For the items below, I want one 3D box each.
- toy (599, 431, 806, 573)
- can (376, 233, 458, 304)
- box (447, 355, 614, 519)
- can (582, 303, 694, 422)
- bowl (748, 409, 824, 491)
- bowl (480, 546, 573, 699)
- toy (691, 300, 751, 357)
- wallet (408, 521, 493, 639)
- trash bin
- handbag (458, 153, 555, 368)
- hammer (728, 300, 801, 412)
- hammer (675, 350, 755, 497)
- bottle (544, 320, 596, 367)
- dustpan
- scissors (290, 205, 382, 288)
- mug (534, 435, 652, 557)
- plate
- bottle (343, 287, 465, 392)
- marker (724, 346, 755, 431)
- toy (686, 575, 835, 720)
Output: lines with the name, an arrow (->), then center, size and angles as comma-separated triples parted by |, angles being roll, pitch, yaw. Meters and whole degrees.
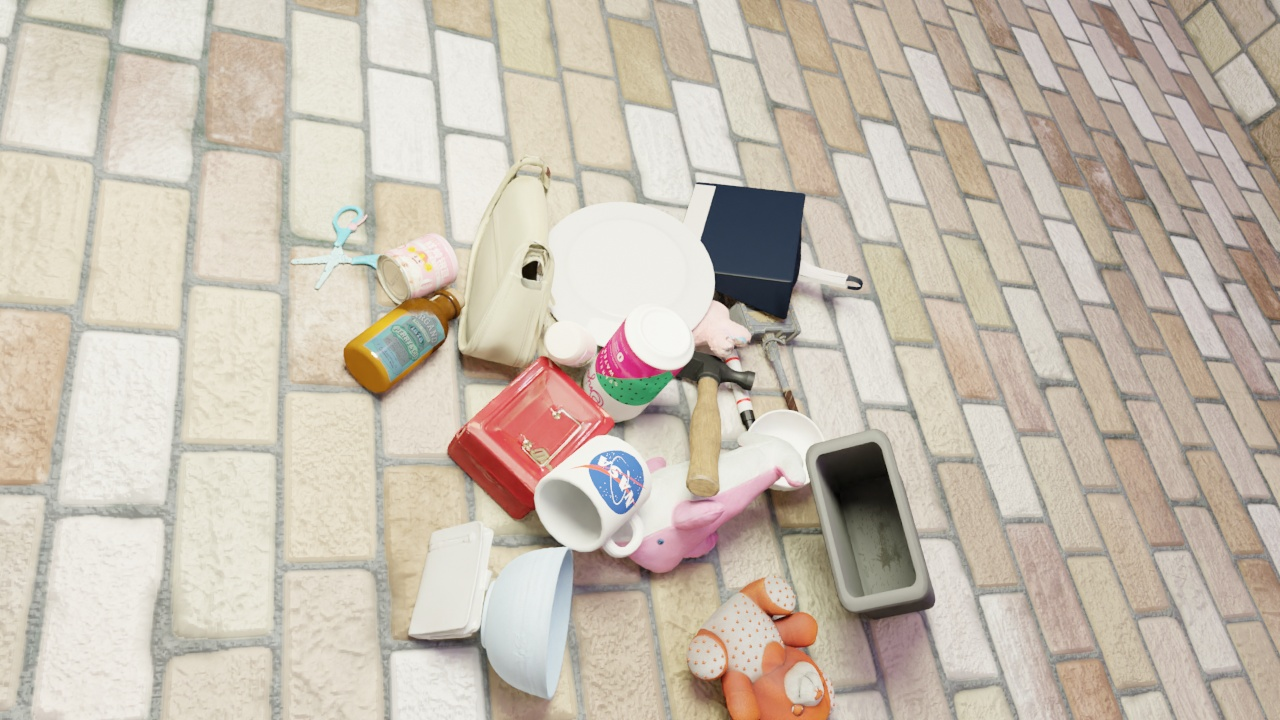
toy -> 0.071, 0.176, 1.080 | 0.265, 0.187, 0.128 | -24, 112, -14
can -> -0.268, -0.111, 1.109 | 0.076, 0.067, 0.067 | -32, 79, -37
box -> -0.121, 0.086, 1.052 | 0.129, 0.087, 0.157 | 43, 50, 3
can -> -0.007, 0.006, 1.109 | 0.088, 0.166, 0.088 | 13, 56, -20
bowl -> 0.186, 0.121, 1.199 | 0.105, 0.054, 0.104 | 0, 70, 0
bowl -> -0.116, 0.259, 0.923 | 0.075, 0.151, 0.150 | 6, 55, 3
toy -> 0.096, -0.043, 1.251 | 0.105, 0.053, 0.108 | 32, 38, 31
wallet -> -0.191, 0.226, 0.942 | 0.032, 0.086, 0.116 | 43, 45, -46
trash bin -> 0.280, 0.205, 1.096 | 0.220, 0.098, 0.191 | 42, 35, -63
handbag -> -0.133, -0.113, 1.120 | 0.131, 0.185, 0.228 | 13, 40, -23
hammer -> 0.211, 0.066, 1.271 | 0.098, 0.044, 0.321 | -3, 65, -29
hammer -> 0.074, 0.069, 1.106 | 0.132, 0.040, 0.304 | 15, 25, -1
bottle -> -0.080, -0.017, 1.120 | 0.051, 0.146, 0.051 | 0, 86, 7
dustpan -> 0.197, -0.158, 1.362 | 0.273, 0.080, 0.235 | 8, 42, 9
scissors -> -0.348, -0.128, 1.117 | 0.126, 0.015, 0.135 | 25, 58, -11
mug -> -0.041, 0.152, 0.972 | 0.121, 0.091, 0.089 | 56, 42, -3
plate -> -0.018, -0.121, 1.234 | 0.242, 0.016, 0.242 | 3, 61, -6
bottle -> -0.264, -0.033, 1.062 | 0.068, 0.068, 0.156 | 42, 51, 2
marker -> 0.136, 0.039, 1.258 | 0.019, 0.019, 0.145 | 2, 60, -27
toy -> 0.146, 0.346, 1.027 | 0.163, 0.093, 0.172 | -33, 81, -39
